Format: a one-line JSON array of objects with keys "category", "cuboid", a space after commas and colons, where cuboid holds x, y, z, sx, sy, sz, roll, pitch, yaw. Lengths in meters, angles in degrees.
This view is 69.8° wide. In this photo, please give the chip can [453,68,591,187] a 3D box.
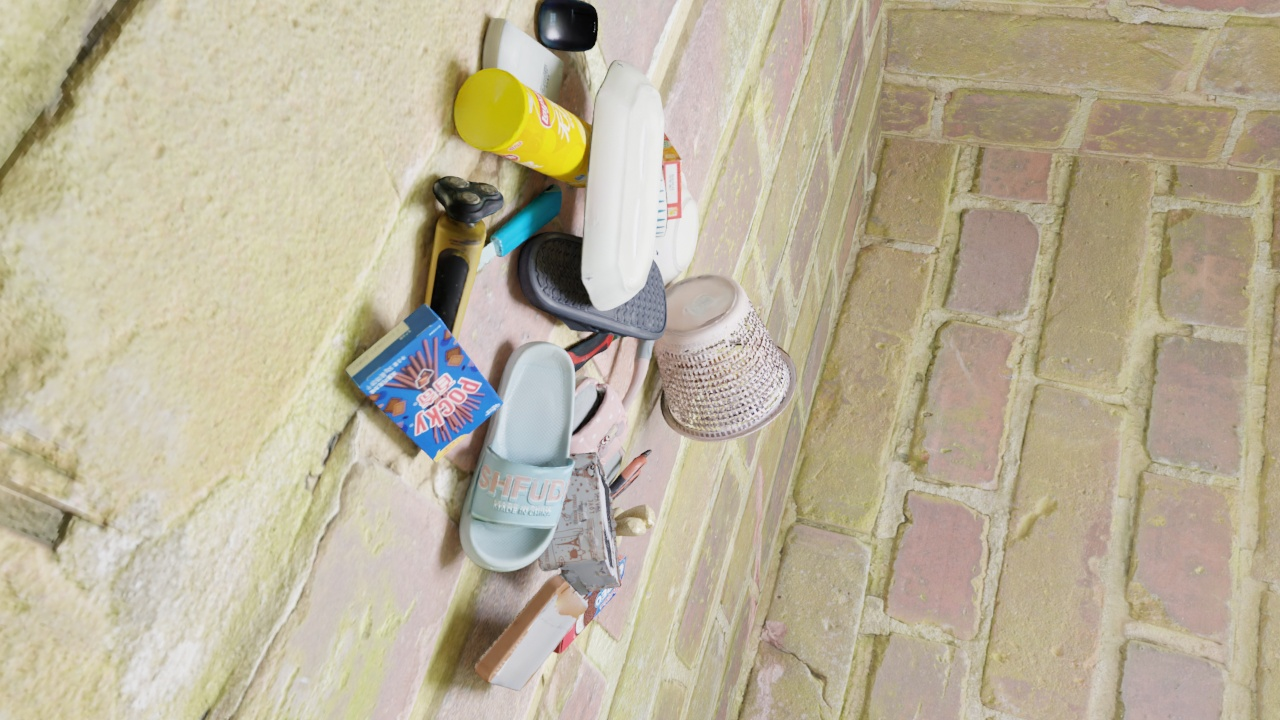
[{"category": "chip can", "cuboid": [-0.098, -0.220, 0.894, 0.213, 0.072, 0.072, -3, 103, -72]}]

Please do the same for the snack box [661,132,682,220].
[{"category": "snack box", "cuboid": [0.025, -0.246, 1.181, 0.155, 0.027, 0.077, -109, -166, -56]}]

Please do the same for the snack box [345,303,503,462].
[{"category": "snack box", "cuboid": [-0.182, 0.024, 0.798, 0.084, 0.026, 0.157, -42, 150, -11]}]

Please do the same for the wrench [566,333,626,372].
[{"category": "wrench", "cuboid": [-0.051, -0.029, 1.211, 0.272, 0.016, 0.056, -44, 143, -59]}]

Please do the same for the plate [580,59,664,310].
[{"category": "plate", "cuboid": [-0.012, -0.184, 0.991, 0.161, 0.034, 0.266, -18, 115, -69]}]

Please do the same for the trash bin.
[{"category": "trash bin", "cuboid": [0.111, -0.018, 1.421, 0.226, 0.228, 0.192, -64, 143, -37]}]

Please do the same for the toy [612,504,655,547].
[{"category": "toy", "cuboid": [-0.039, 0.234, 1.220, 0.158, 0.066, 0.104, -38, -173, 43]}]

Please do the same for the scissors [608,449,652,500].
[{"category": "scissors", "cuboid": [-0.054, 0.189, 1.235, 0.197, 0.015, 0.205, -48, 170, 7]}]

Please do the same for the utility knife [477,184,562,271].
[{"category": "utility knife", "cuboid": [-0.130, -0.128, 0.927, 0.215, 0.018, 0.034, -54, 150, -53]}]

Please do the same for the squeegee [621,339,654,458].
[{"category": "squeegee", "cuboid": [-0.008, 0.007, 1.281, 0.249, 0.040, 0.248, -67, 158, -15]}]

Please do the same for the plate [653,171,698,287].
[{"category": "plate", "cuboid": [0.057, -0.193, 1.403, 0.163, 0.034, 0.164, -55, 150, -51]}]

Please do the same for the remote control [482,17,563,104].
[{"category": "remote control", "cuboid": [-0.113, -0.284, 0.893, 0.135, 0.019, 0.056, -2, 103, -70]}]

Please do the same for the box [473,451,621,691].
[{"category": "box", "cuboid": [-0.092, 0.248, 1.056, 0.179, 0.125, 0.273, 78, 28, -66]}]

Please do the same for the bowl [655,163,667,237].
[{"category": "bowl", "cuboid": [-0.010, -0.205, 1.126, 0.116, 0.066, 0.116, 171, -89, -82]}]

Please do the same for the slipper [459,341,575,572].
[{"category": "slipper", "cuboid": [-0.115, 0.099, 0.955, 0.074, 0.104, 0.245, -9, -111, 64]}]

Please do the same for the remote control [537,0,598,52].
[{"category": "remote control", "cuboid": [-0.069, -0.354, 0.971, 0.136, 0.024, 0.053, -38, 134, -62]}]

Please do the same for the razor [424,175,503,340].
[{"category": "razor", "cuboid": [-0.166, -0.077, 0.809, 0.067, 0.062, 0.167, -135, -122, -75]}]

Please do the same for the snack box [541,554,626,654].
[{"category": "snack box", "cuboid": [-0.085, 0.319, 1.246, 0.207, 0.058, 0.057, -27, 129, -66]}]

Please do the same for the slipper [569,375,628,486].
[{"category": "slipper", "cuboid": [-0.057, 0.109, 1.172, 0.114, 0.054, 0.275, -54, 157, -21]}]

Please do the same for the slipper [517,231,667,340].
[{"category": "slipper", "cuboid": [-0.063, -0.087, 1.076, 0.267, 0.083, 0.110, 12, 78, -54]}]
